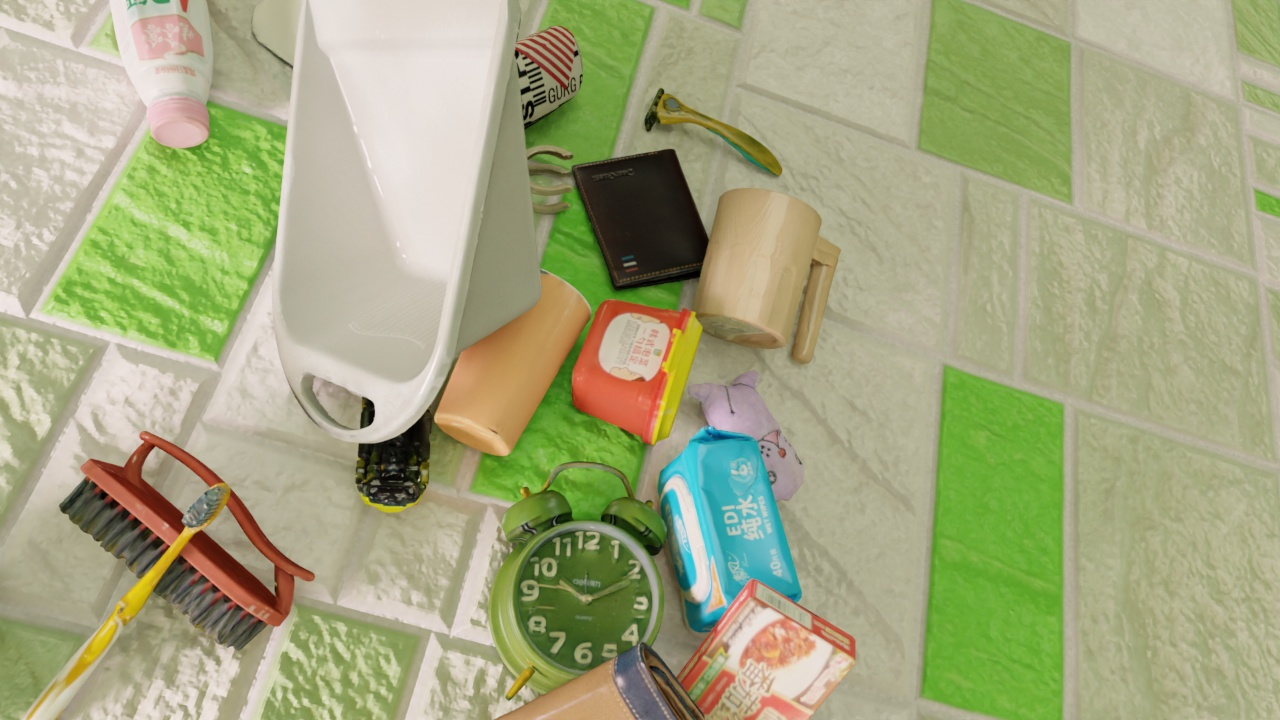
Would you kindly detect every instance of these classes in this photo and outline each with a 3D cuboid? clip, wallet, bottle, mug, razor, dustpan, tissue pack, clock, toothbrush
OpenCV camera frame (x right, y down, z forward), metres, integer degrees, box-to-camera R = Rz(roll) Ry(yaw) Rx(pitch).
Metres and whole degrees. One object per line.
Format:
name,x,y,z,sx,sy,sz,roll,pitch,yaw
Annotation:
clip,-0.101,-0.136,0.736,0.104,0.035,0.082,-13,70,-16
wallet,0.004,-0.119,0.767,0.096,0.020,0.122,-11,68,-20
bottle,-0.364,-0.256,0.699,0.068,0.068,0.196,-10,74,-20
mug,0.104,-0.064,0.731,0.124,0.084,0.103,24,76,-34
razor,0.070,-0.200,0.817,0.132,0.028,0.043,26,59,-5
mug,-0.094,0.002,0.656,0.078,0.078,0.122,25,68,-4
dustpan,-0.174,-0.089,0.581,0.223,0.258,0.142,16,38,39
tissue pack,0.055,0.122,0.631,0.063,0.090,0.140,-6,68,-19
clock,-0.039,0.145,0.614,0.116,0.056,0.161,8,65,-14
toothbrush,-0.296,0.145,0.519,0.016,0.018,0.191,39,90,4
wallet,-0.022,0.230,0.553,0.115,0.033,0.090,-31,99,12

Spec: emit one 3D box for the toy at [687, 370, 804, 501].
toy,0.087,0.058,0.699,0.083,0.039,0.108,-16,68,-45

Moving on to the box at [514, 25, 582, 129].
box,-0.119,-0.215,0.744,0.162,0.088,0.076,-45,128,-41

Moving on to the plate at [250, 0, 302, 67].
plate,-0.220,-0.288,0.770,0.163,0.034,0.163,37,62,3

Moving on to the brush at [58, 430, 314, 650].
brush,-0.271,0.109,0.560,0.146,0.063,0.069,40,75,3

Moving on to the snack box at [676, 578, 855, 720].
snack box,0.060,0.212,0.570,0.075,0.153,0.025,32,21,0

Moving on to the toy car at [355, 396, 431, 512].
toy car,-0.169,0.055,0.632,0.048,0.032,0.105,2,55,-14

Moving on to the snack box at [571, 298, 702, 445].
snack box,-0.004,0.004,0.676,0.080,0.082,0.091,18,62,4
